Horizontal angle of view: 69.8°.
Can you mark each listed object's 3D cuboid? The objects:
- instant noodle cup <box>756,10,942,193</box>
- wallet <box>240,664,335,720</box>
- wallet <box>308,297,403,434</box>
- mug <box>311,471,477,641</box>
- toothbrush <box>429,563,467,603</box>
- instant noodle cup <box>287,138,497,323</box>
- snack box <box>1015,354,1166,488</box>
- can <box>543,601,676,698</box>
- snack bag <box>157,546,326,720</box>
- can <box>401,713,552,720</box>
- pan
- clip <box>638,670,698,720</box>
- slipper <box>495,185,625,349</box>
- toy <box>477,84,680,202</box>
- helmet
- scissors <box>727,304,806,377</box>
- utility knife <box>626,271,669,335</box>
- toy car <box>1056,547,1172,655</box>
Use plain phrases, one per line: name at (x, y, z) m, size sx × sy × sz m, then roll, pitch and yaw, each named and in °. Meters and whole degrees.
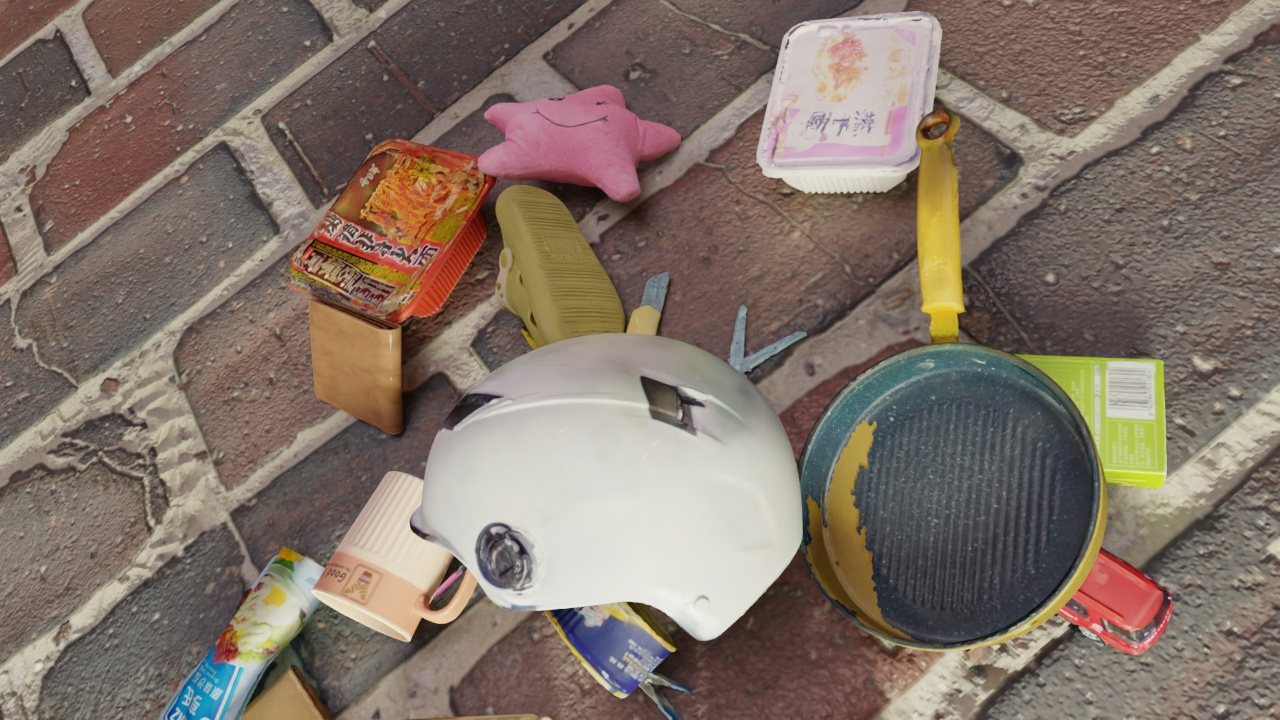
instant noodle cup at (0.183, -0.214, 0.791) m, size 0.138 × 0.060 × 0.173 m, roll 4°, pitch 65°, yaw 23°
wallet at (-0.287, 0.304, 0.698) m, size 0.115 × 0.033 × 0.090 m, roll -45°, pitch 59°, yaw -9°
wallet at (-0.257, 0.003, 0.825) m, size 0.115 × 0.101 × 0.020 m, roll 20°, pitch 26°, yaw 31°
mug at (-0.176, 0.153, 0.704) m, size 0.115 × 0.082 × 0.105 m, roll 13°, pitch 61°, yaw 25°
toothbrush at (-0.105, 0.134, 0.734) m, size 0.189 × 0.014 × 0.018 m, roll -44°, pitch 77°, yaw -5°
instant noodle cup at (-0.228, -0.119, 0.883) m, size 0.165 × 0.079 × 0.188 m, roll 20°, pitch 72°, yaw 29°
snack box at (0.273, 0.038, 0.634) m, size 0.156 × 0.026 × 0.085 m, roll 2°, pitch 63°, yaw 21°
can at (-0.034, 0.167, 0.641) m, size 0.049 × 0.074 × 0.148 m, roll -44°, pitch 39°, yaw -4°
snack bag at (-0.318, 0.240, 0.722) m, size 0.110 × 0.039 × 0.190 m, roll 10°, pitch 59°, yaw 41°
can at (-0.118, 0.276, 0.631) m, size 0.116 × 0.058 × 0.058 m, roll -9°, pitch 59°, yaw 16°
pan at (0.196, 0.006, 0.603) m, size 0.198 × 0.078 × 0.356 m, roll -5°, pitch 68°, yaw 39°
clip at (0.010, 0.223, 0.634) m, size 0.058 × 0.027 × 0.045 m, roll 23°, pitch 80°, yaw 34°
slipper at (-0.081, -0.067, 0.807) m, size 0.082 × 0.091 × 0.190 m, roll -46°, pitch 57°, yaw 40°
toy at (-0.063, -0.216, 0.872) m, size 0.195 × 0.075 × 0.178 m, roll 14°, pitch 45°, yaw 14°
helmet at (-0.019, 0.056, 0.599) m, size 0.259 × 0.228 × 0.146 m, roll 11°, pitch 104°, yaw 20°
scissors at (0.077, 0.014, 0.732) m, size 0.133 × 0.017 × 0.131 m, roll -27°, pitch 54°, yaw 0°
utility knife at (-0.005, 0.004, 0.763) m, size 0.031 × 0.020 × 0.187 m, roll 12°, pitch 72°, yaw 6°
toy car at (0.267, 0.131, 0.575) m, size 0.120 × 0.045 × 0.053 m, roll 31°, pitch 75°, yaw 34°
